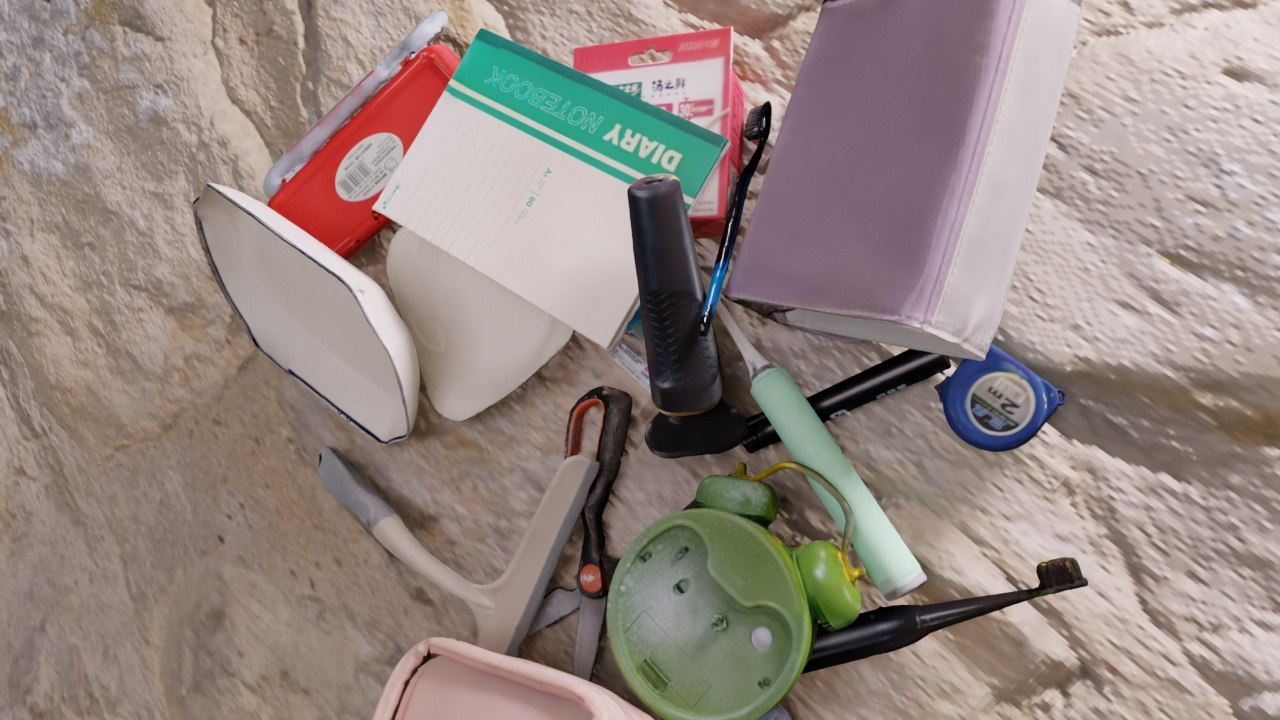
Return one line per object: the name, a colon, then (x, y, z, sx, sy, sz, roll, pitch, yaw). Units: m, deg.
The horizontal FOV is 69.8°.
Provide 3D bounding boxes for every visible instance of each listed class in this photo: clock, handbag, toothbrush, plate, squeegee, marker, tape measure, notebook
clock: (0.054, 0.129, 0.514, 0.116, 0.056, 0.161, 42, 100, 27)
handbag: (0.141, -0.109, 0.509, 0.145, 0.098, 0.197, 16, 89, 46)
toothbrush: (0.138, 0.149, 0.513, 0.213, 0.026, 0.027, -24, 83, 22)
plate: (-0.108, -0.053, 0.655, 0.165, 0.034, 0.163, -34, 71, 31)
squeegee: (-0.173, 0.124, 0.663, 0.247, 0.039, 0.247, 30, 103, 31)
marker: (-0.004, 0.004, 0.614, 0.145, 0.017, 0.017, 42, 102, 26)
tape measure: (0.194, 0.022, 0.504, 0.058, 0.025, 0.054, 41, 103, 27)
toothbrush: (0.057, -0.091, 0.556, 0.016, 0.014, 0.189, -1, 55, 29)
plate: (-0.252, -0.040, 0.703, 0.266, 0.034, 0.162, 31, 138, 29)
toothbrush: (0.090, 0.037, 0.533, 0.026, 0.027, 0.224, -36, 74, 12)
notebook: (-0.064, -0.119, 0.600, 0.209, 0.012, 0.150, 30, 91, 22)
marker: (0.119, 0.021, 0.546, 0.132, 0.020, 0.022, -27, 91, 22)
handbag: (-0.099, 0.280, 0.497, 0.194, 0.093, 0.233, -5, 47, 43)

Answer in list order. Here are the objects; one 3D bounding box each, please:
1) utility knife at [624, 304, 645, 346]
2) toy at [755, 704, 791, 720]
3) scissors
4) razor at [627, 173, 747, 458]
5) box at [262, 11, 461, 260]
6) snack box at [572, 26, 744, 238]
utility knife: (-0.023, -0.049, 0.632, 0.034, 0.018, 0.209, -50, 65, 12)
toy: (-0.062, 0.313, 0.556, 0.357, 0.091, 0.137, -22, 57, 19)
scissors: (-0.018, 0.125, 0.598, 0.231, 0.021, 0.220, -14, 75, 28)
razor: (0.021, -0.026, 0.543, 0.062, 0.067, 0.167, -9, 99, 9)
box: (-0.208, -0.177, 0.736, 0.202, 0.099, 0.112, -37, 102, 18)
snack box: (0.010, -0.145, 0.608, 0.113, 0.044, 0.127, 0, 81, 21)
